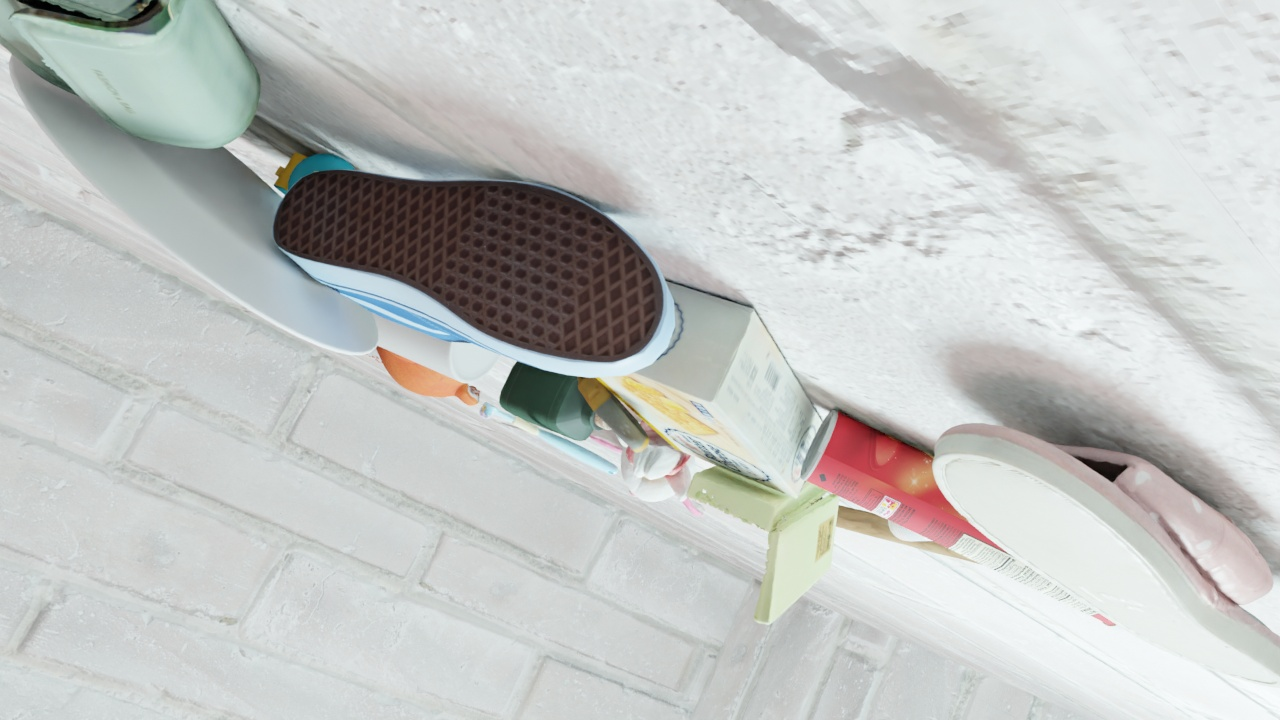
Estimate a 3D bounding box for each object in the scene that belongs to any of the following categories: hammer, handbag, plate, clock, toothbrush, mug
[{"bbox_3d":[0.216,0.149,0.823,0.098,0.052,0.329,34,163,-35],"label":"hammer"},{"bbox_3d":[-0.236,-0.151,0.405,0.106,0.067,0.122,25,169,-3],"label":"handbag"},{"bbox_3d":[-0.243,-0.095,0.539,0.242,0.016,0.242,45,-176,-4],"label":"plate"},{"bbox_3d":[-0.191,-0.100,0.603,0.130,0.043,0.099,24,171,47],"label":"clock"},{"bbox_3d":[-0.089,0.080,0.918,0.155,0.016,0.022,27,133,-17],"label":"toothbrush"},{"bbox_3d":[-0.157,-0.037,0.745,0.097,0.079,0.111,21,-164,22],"label":"mug"}]

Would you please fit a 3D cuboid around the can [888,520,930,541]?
[{"bbox_3d":[0.222,0.123,0.711,0.032,0.032,0.095,26,169,3],"label":"can"}]

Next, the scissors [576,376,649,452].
[{"bbox_3d":[-0.059,-0.009,0.651,0.230,0.016,0.225,46,180,-25],"label":"scissors"}]

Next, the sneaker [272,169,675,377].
[{"bbox_3d":[-0.079,-0.042,0.494,0.241,0.083,0.098,17,167,26],"label":"sneaker"}]

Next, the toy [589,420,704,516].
[{"bbox_3d":[0.016,0.106,0.965,0.159,0.084,0.194,38,170,4],"label":"toy"}]

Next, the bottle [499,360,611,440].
[{"bbox_3d":[-0.077,0.044,0.932,0.131,0.061,0.061,16,167,40],"label":"bottle"}]

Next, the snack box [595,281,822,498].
[{"bbox_3d":[0.042,0.019,0.579,0.104,0.057,0.208,20,167,28],"label":"snack box"}]

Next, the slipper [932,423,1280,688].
[{"bbox_3d":[0.249,0.093,0.466,0.274,0.054,0.114,36,165,-29],"label":"slipper"}]

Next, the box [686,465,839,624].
[{"bbox_3d":[0.111,0.118,0.702,0.187,0.066,0.127,0,-118,-65],"label":"box"}]

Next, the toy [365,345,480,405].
[{"bbox_3d":[-0.227,-0.023,0.925,0.172,0.093,0.163,32,174,47],"label":"toy"}]

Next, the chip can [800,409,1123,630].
[{"bbox_3d":[0.210,0.099,0.582,0.215,0.051,0.052,25,169,5],"label":"chip can"}]
